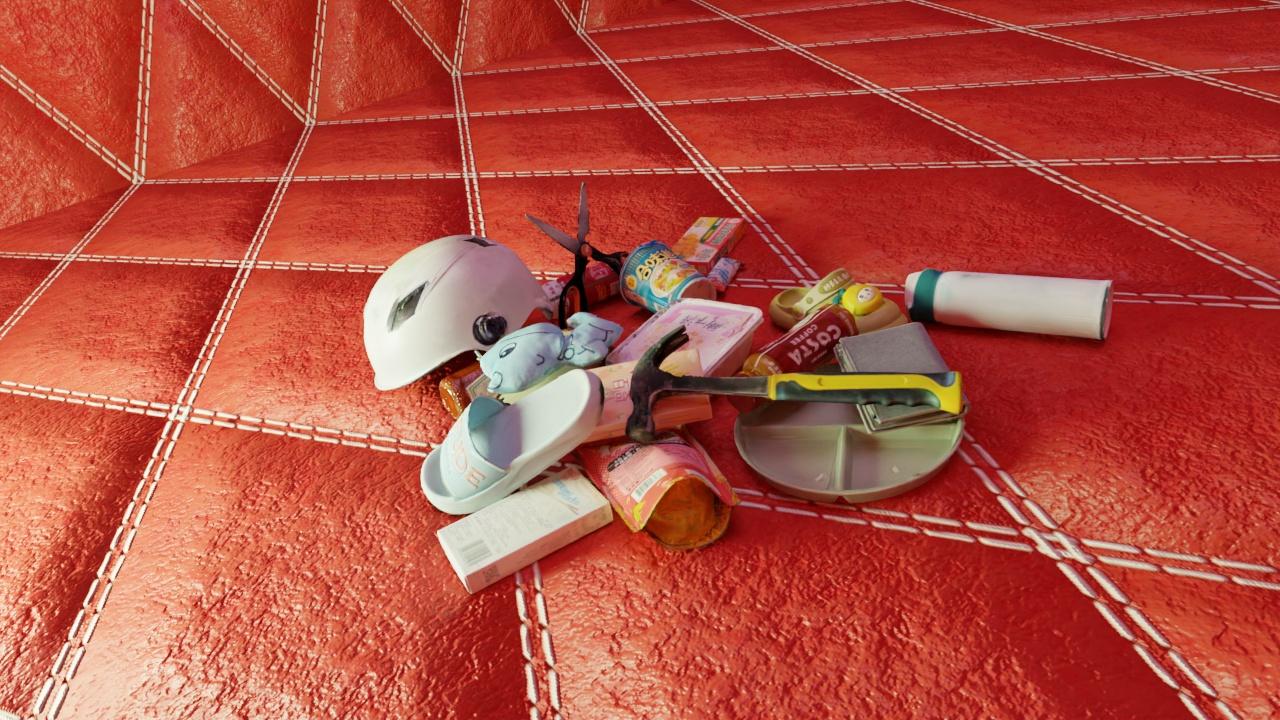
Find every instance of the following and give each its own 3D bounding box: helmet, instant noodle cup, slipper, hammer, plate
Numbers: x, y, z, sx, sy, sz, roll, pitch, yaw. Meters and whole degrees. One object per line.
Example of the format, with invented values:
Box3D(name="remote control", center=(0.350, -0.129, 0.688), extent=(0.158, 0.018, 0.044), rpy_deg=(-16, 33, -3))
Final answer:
Box3D(name="helmet", center=(-0.258, -0.081, 1.203), extent=(0.257, 0.146, 0.230), rpy_deg=(-34, 20, -36))
Box3D(name="instant noodle cup", center=(0.057, -0.006, 1.101), extent=(0.138, 0.060, 0.173), rpy_deg=(11, 36, 35))
Box3D(name="slipper", center=(0.233, -0.068, 1.123), extent=(0.091, 0.082, 0.191), rpy_deg=(-34, 34, -28))
Box3D(name="instant noodle cup", center=(0.041, -0.098, 1.238), extent=(0.099, 0.099, 0.110), rpy_deg=(-28, 42, -26))
Box3D(name="hammer", center=(0.149, 0.023, 0.912), extent=(0.324, 0.032, 0.126), rpy_deg=(0, 60, 13))
Box3D(name="plate", center=(0.212, 0.071, 0.945), extent=(0.230, 0.027, 0.229), rpy_deg=(-8, 30, 5))
Box3D(name="slipper", center=(-0.143, 0.078, 0.943), extent=(0.246, 0.074, 0.103), rpy_deg=(-30, 41, 25))

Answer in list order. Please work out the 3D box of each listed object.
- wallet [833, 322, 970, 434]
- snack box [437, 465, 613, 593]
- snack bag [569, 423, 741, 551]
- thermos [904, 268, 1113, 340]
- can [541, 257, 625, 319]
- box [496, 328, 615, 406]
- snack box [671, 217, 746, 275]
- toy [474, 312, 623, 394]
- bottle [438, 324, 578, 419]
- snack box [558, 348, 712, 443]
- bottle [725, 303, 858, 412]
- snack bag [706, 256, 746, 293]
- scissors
Box3D(name="wallet", center=(0.263, 0.019, 0.947), extent=(0.106, 0.037, 0.129), rpy_deg=(-13, 41, 1))
Box3D(name="snack box", center=(-0.114, 0.164, 0.907), extent=(0.156, 0.027, 0.085), rpy_deg=(-24, 31, -20))
Box3D(name="snack bag", center=(0.012, 0.110, 0.922), extent=(0.128, 0.073, 0.208), rpy_deg=(-15, 22, -14))
Box3D(name="thermos", center=(0.422, -0.070, 1.067), extent=(0.225, 0.073, 0.073), rpy_deg=(8, 35, 31))
Box3D(name="can", center=(-0.081, -0.105, 1.324), extent=(0.132, 0.053, 0.053), rpy_deg=(-23, 32, -19))
Box3D(name="box", center=(-0.094, 0.025, 1.085), extent=(0.091, 0.078, 0.167), rpy_deg=(4, 34, 26))
Box3D(name="snack box", center=(0.099, -0.176, 1.407), extent=(0.077, 0.027, 0.155), rpy_deg=(6, 35, 27))
Box3D(name="toy", center=(-0.109, -0.011, 1.044), extent=(0.156, 0.050, 0.161), rpy_deg=(1, 35, 21))
Box3D(name="bottle", center=(-0.154, 0.006, 1.159), extent=(0.205, 0.060, 0.060), rpy_deg=(-30, 34, -28))
Box3D(name="snack box", center=(-0.007, 0.038, 0.979), extent=(0.157, 0.026, 0.084), rpy_deg=(-12, 47, 2))
Box3D(name="bottle", center=(0.164, -0.001, 0.999), extent=(0.174, 0.057, 0.057), rpy_deg=(-32, 36, -31))
Box3D(name="snack bag", center=(0.115, -0.123, 1.311), extent=(0.048, 0.026, 0.103), rpy_deg=(17, 40, 22))
Box3D(name="scissors", center=(-0.064, -0.136, 1.266), extent=(0.220, 0.230, 0.022), rpy_deg=(9, -14, -38))
